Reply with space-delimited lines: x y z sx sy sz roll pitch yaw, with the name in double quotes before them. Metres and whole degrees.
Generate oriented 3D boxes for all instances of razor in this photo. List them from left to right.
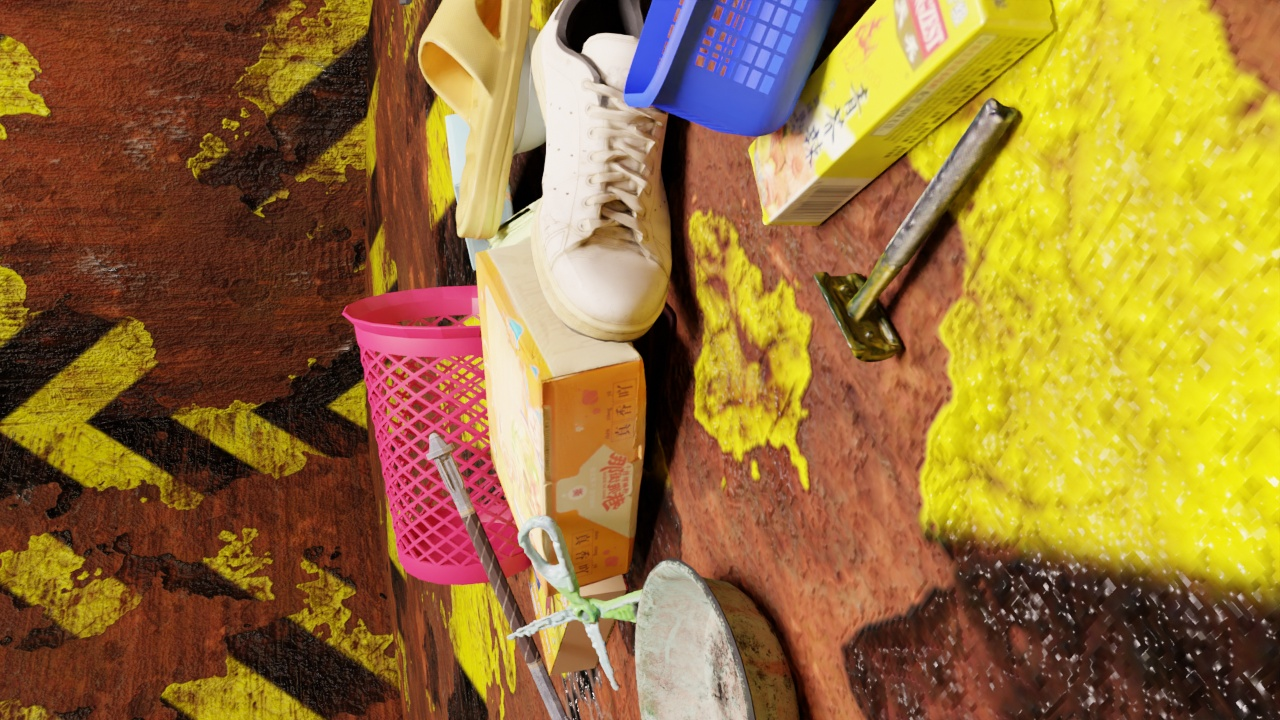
"razor" 0.100 -0.049 0.332 0.106 0.026 0.042 116 147 -45

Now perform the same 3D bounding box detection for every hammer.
"hammer" -0.090 0.204 0.692 0.322 0.044 0.099 66 159 -2

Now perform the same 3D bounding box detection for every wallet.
"wallet" -0.004 0.004 0.625 0.091 0.018 0.116 -125 34 -54

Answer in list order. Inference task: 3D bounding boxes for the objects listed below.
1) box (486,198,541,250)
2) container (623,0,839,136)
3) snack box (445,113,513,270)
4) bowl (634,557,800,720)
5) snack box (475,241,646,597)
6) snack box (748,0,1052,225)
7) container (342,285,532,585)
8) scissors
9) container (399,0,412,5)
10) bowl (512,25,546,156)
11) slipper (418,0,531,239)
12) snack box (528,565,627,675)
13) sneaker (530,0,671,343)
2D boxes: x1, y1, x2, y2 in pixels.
"box" -0.078 -0.099 0.726 0.188 0.077 0.089 -176 84 -70
"container" 0.042 -0.149 0.371 0.096 0.058 0.114 -119 48 -72
"snack box" -0.150 -0.158 0.883 0.175 0.053 0.075 98 163 -69
"bowl" 0.042 0.184 0.491 0.158 0.038 0.157 176 90 -69
"snack box" -0.051 0.038 0.623 0.145 0.080 0.196 -122 27 -45
"snack box" 0.087 -0.098 0.345 0.148 0.029 0.040 139 125 -65
"container" -0.151 0.062 0.792 0.183 0.183 0.226 -147 54 -65
"scissors" -0.039 0.160 0.603 0.172 0.168 0.023 -27 28 35
"container" -0.081 -0.329 0.621 0.148 0.127 0.201 -136 56 -62
"bowl" -0.086 -0.225 0.768 0.110 0.040 0.110 180 90 -69
"slipper" -0.137 -0.229 0.730 0.100 0.078 0.263 180 94 -72
"snack box" -0.054 0.183 0.744 0.126 0.040 0.088 108 151 -43
"sneaker" -0.012 -0.132 0.543 0.103 0.088 0.241 -44 48 54
